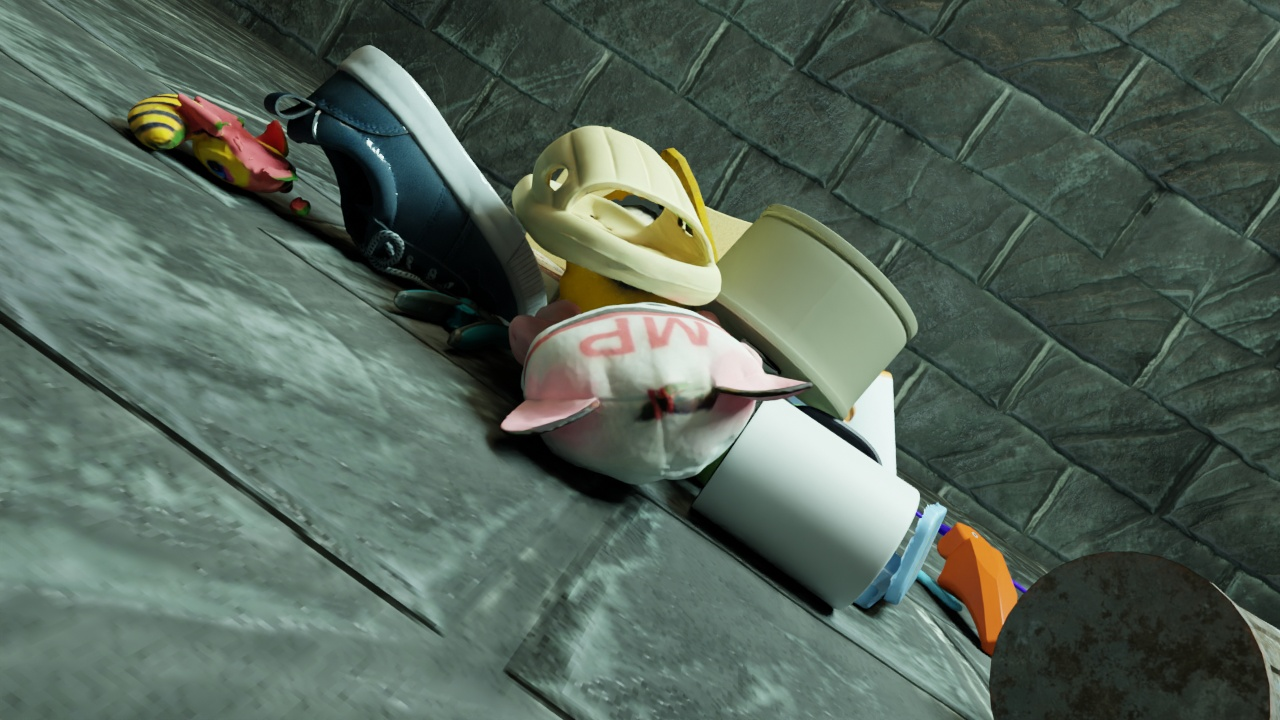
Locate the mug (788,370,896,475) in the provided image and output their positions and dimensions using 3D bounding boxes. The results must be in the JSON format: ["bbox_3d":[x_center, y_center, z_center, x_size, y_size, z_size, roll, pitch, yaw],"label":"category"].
[{"bbox_3d":[0.160,0.064,0.728,0.082,0.105,0.082,-1,-8,0],"label":"mug"}]

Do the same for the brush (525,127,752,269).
[{"bbox_3d":[0.005,-0.112,1.011,0.250,0.195,0.075,35,6,16],"label":"brush"}]

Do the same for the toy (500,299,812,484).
[{"bbox_3d":[0.000,0.011,0.488,0.142,0.084,0.213,4,5,-7],"label":"toy"}]

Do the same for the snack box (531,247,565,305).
[{"bbox_3d":[-0.139,-0.103,0.914,0.143,0.041,0.147,33,6,-4],"label":"snack box"}]

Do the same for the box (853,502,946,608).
[{"bbox_3d":[0.172,0.118,0.635,0.072,0.079,0.210,40,8,22],"label":"box"}]

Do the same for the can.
[{"bbox_3d":[0.102,-0.030,0.583,0.128,0.073,0.128,42,-2,2],"label":"can"}]

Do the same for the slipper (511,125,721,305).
[{"bbox_3d":[-0.016,-0.099,0.573,0.111,0.079,0.261,20,10,-22],"label":"slipper"}]

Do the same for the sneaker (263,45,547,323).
[{"bbox_3d":[-0.143,-0.090,0.600,0.089,0.087,0.236,30,-21,47],"label":"sneaker"}]

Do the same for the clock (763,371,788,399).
[{"bbox_3d":[0.121,0.028,0.841,0.086,0.160,0.131,-7,-5,14],"label":"clock"}]

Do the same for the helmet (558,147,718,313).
[{"bbox_3d":[-0.005,-0.065,0.817,0.255,0.131,0.205,72,3,-77],"label":"helmet"}]

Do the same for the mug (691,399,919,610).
[{"bbox_3d":[0.097,0.068,0.518,0.097,0.079,0.111,35,41,7],"label":"mug"}]

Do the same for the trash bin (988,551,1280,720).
[{"bbox_3d":[0.289,0.187,0.456,0.211,0.131,0.131,29,8,-30],"label":"trash bin"}]

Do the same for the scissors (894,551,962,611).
[{"bbox_3d":[0.233,0.178,0.799,0.120,0.015,0.138,35,11,8],"label":"scissors"}]

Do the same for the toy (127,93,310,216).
[{"bbox_3d":[-0.243,-0.126,0.538,0.103,0.046,0.084,22,26,-43],"label":"toy"}]

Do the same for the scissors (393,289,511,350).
[{"bbox_3d":[-0.106,-0.025,0.562,0.149,0.019,0.131,29,8,-35],"label":"scissors"}]

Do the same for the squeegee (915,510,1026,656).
[{"bbox_3d":[0.273,0.177,0.748,0.249,0.055,0.184,36,22,-4],"label":"squeegee"}]

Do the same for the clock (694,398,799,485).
[{"bbox_3d":[0.077,0.056,0.609,0.119,0.043,0.094,23,38,-3],"label":"clock"}]
